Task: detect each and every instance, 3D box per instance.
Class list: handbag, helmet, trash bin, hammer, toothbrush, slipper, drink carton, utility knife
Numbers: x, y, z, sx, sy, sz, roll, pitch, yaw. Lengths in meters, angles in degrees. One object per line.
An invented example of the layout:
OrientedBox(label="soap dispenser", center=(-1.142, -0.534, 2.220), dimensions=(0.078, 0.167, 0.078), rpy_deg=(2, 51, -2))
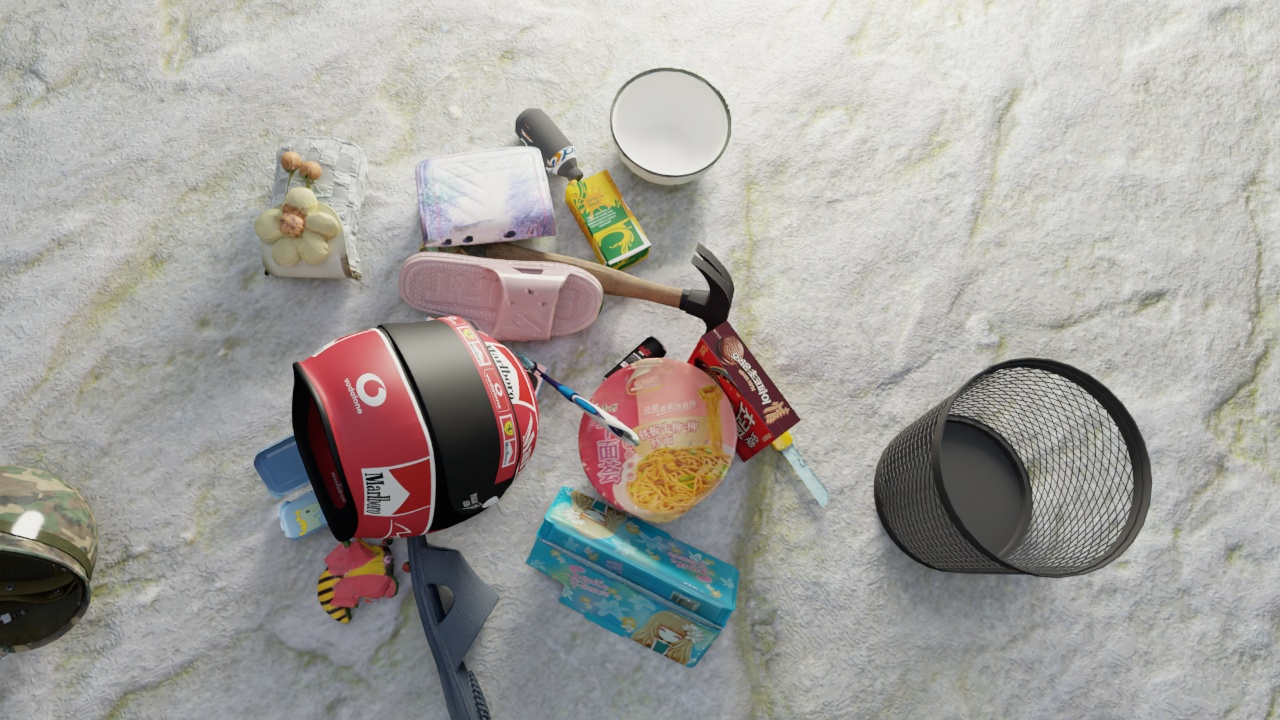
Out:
OrientedBox(label="handbag", center=(-0.383, -0.185, 1.073), dimensions=(0.112, 0.123, 0.171), rpy_deg=(2, 80, 1))
OrientedBox(label="helmet", center=(-0.211, 0.062, 0.901), dimensions=(0.224, 0.272, 0.197), rpy_deg=(-19, 72, -28))
OrientedBox(label="trash bin", center=(0.386, 0.132, 1.009), dimensions=(0.217, 0.228, 0.217), rpy_deg=(2, 74, -6))
OrientedBox(label="helmet", center=(-0.657, 0.215, 0.891), dimensions=(0.224, 0.193, 0.236), rpy_deg=(-8, 44, -15))
OrientedBox(label="handbag", center=(-0.187, -0.188, 1.110), dimensions=(0.158, 0.069, 0.126), rpy_deg=(-8, 54, -8))
OrientedBox(label="hammer", center=(-0.041, -0.100, 1.102), dimensions=(0.305, 0.133, 0.040), rpy_deg=(15, 43, 7))
OrientedBox(label="toothbrush", center=(-0.075, 0.042, 1.030), dimensions=(0.189, 0.017, 0.016), rpy_deg=(34, 86, 20))
OrientedBox(label="slipper", center=(-0.185, 0.284, 0.976), dimensions=(0.082, 0.101, 0.263), rpy_deg=(-17, 80, -10))
OrientedBox(label="drink carton", center=(-0.043, -0.175, 1.148), dimensions=(0.058, 0.041, 0.122), rpy_deg=(-27, 79, -12))
OrientedBox(label="utility knife", center=(0.157, 0.079, 1.110), dimensions=(0.030, 0.019, 0.227), rpy_deg=(-33, 76, -8))
OrientedBox(label="slipper", center=(-0.163, -0.069, 1.067), dimensions=(0.239, 0.094, 0.064), rpy_deg=(8, 31, -7))

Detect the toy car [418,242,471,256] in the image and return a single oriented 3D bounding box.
OrientedBox(label="toy car", center=(-0.221, -0.115, 1.109), dimensions=(0.047, 0.047, 0.112), rpy_deg=(-42, 81, -14))

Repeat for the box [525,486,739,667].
OrientedBox(label="box", center=(-0.016, 0.250, 1.029), dimensions=(0.227, 0.097, 0.117), rpy_deg=(26, 107, 1))

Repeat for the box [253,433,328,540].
OrientedBox(label="box", center=(-0.320, 0.110, 1.040), dimensions=(0.209, 0.047, 0.122), rpy_deg=(-28, 78, -12))

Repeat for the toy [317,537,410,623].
OrientedBox(label="toy", center=(-0.309, 0.238, 1.005), dimensions=(0.103, 0.046, 0.084), rpy_deg=(-40, 85, -7))

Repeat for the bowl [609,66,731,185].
OrientedBox(label="bowl", center=(0.034, -0.289, 1.171), dimensions=(0.153, 0.073, 0.153), rpy_deg=(2, 75, -6))

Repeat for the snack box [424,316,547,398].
OrientedBox(label="snack box", center=(-0.193, 0.020, 1.059), dimensions=(0.154, 0.033, 0.087), rpy_deg=(24, 58, -10))

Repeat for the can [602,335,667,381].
OrientedBox(label="can", center=(-0.007, 0.006, 1.105), dimensions=(0.080, 0.032, 0.031), rpy_deg=(-42, 82, -15))

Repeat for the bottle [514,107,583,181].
OrientedBox(label="bottle", center=(-0.114, -0.270, 1.164), dimensions=(0.047, 0.047, 0.112), rpy_deg=(-37, 81, -14))

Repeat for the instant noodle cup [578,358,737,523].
OrientedBox(label="instant noodle cup", center=(0.025, 0.093, 1.043), dimensions=(0.179, 0.078, 0.178), rpy_deg=(-4, 73, 11))

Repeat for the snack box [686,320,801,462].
OrientedBox(label="snack box", center=(0.109, 0.040, 1.045), dimensions=(0.035, 0.152, 0.132), rpy_deg=(-33, 80, -14))
